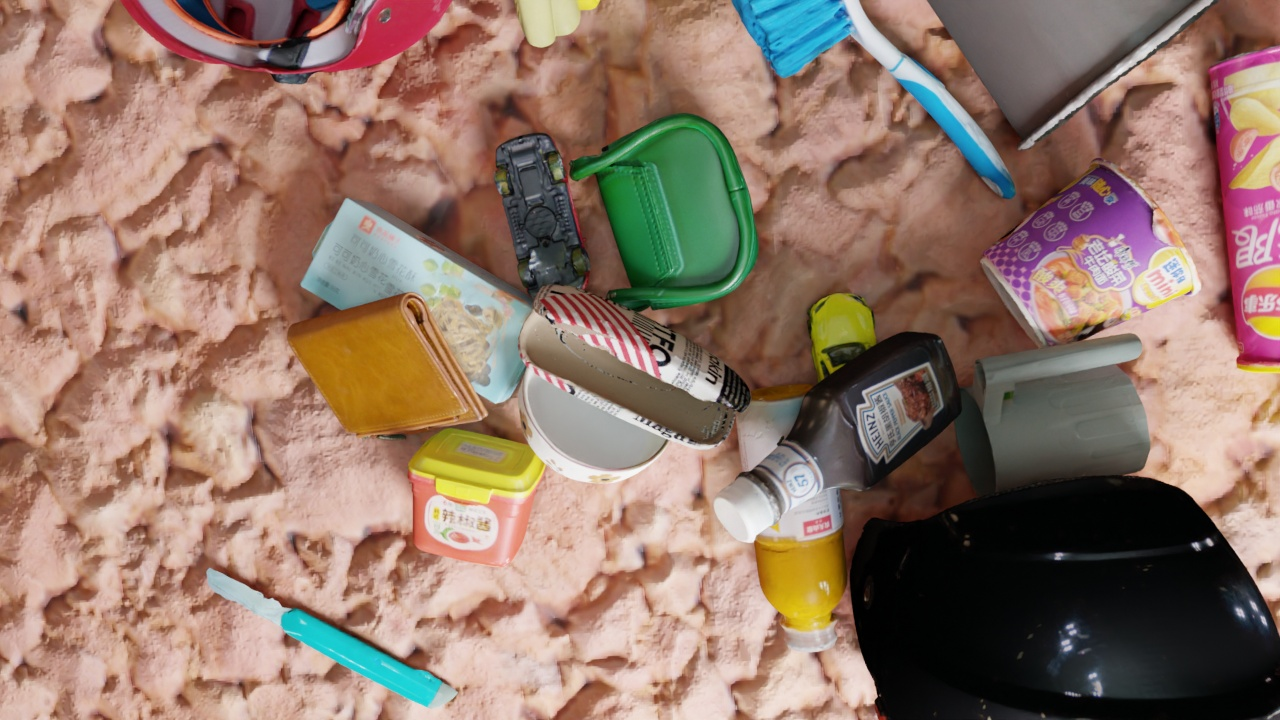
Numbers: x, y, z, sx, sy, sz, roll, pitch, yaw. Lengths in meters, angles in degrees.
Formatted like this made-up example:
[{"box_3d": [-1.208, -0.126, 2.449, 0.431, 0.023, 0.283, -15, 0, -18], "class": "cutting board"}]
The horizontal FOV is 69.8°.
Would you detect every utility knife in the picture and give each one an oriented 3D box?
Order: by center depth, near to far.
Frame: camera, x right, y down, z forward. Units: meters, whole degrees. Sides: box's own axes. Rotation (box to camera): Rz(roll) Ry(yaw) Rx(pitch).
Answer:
[{"box_3d": [-0.248, 0.221, 0.730, 0.221, 0.013, 0.029, 28, 99, -1], "class": "utility knife"}]

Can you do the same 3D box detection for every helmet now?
[{"box_3d": [0.267, 0.200, 0.580, 0.233, 0.229, 0.275, -4, 121, -2], "class": "helmet"}, {"box_3d": [-0.219, -0.289, 0.616, 0.240, 0.143, 0.207, -9, 95, 19], "class": "helmet"}]

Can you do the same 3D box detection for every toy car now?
[{"box_3d": [-0.069, -0.103, 0.667, 0.053, 0.045, 0.120, -12, 89, 8], "class": "toy car"}, {"box_3d": [0.151, 0.003, 0.667, 0.048, 0.032, 0.105, -11, 93, 6], "class": "toy car"}]

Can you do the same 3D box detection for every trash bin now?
[{"box_3d": [0.261, -0.281, 0.559, 0.199, 0.198, 0.219, -39, 84, 8], "class": "trash bin"}]

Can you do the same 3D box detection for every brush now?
[{"box_3d": [0.141, -0.225, 0.638, 0.109, 0.060, 0.314, -30, 95, 3], "class": "brush"}]

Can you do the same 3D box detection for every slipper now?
[{"box_3d": [-0.045, -0.312, 0.625, 0.081, 0.091, 0.190, 5, 93, 2], "class": "slipper"}]

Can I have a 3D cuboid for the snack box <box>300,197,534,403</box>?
[{"box_3d": [-0.154, -0.045, 0.677, 0.175, 0.051, 0.074, 31, 98, 1], "class": "snack box"}]

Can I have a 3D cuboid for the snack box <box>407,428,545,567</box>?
[{"box_3d": [-0.122, 0.102, 0.680, 0.091, 0.081, 0.080, 12, 110, 4], "class": "snack box"}]

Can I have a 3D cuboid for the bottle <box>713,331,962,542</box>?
[{"box_3d": [0.132, 0.053, 0.608, 0.194, 0.044, 0.080, -31, 110, -24], "class": "bottle"}]

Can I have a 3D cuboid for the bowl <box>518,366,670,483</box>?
[{"box_3d": [-0.037, 0.042, 0.661, 0.113, 0.113, 0.062, 34, 139, 1], "class": "bowl"}]

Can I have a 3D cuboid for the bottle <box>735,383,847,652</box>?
[{"box_3d": [0.112, 0.114, 0.663, 0.068, 0.068, 0.189, -7, 95, 5], "class": "bottle"}]

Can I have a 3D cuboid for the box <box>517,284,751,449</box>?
[{"box_3d": [-0.007, 0.008, 0.635, 0.163, 0.074, 0.081, 24, 117, -8], "class": "box"}]

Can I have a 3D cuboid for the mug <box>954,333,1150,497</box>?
[{"box_3d": [0.278, 0.036, 0.622, 0.103, 0.083, 0.124, -11, 135, 3], "class": "mug"}]

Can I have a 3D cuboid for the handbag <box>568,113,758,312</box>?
[{"box_3d": [0.019, -0.102, 0.649, 0.120, 0.068, 0.131, -17, 95, 11], "class": "handbag"}]

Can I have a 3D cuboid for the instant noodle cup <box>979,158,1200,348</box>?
[{"box_3d": [0.293, -0.064, 0.616, 0.099, 0.111, 0.111, -33, 92, 16], "class": "instant noodle cup"}]

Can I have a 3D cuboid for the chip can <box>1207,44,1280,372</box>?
[{"box_3d": [0.431, -0.100, 0.614, 0.071, 0.071, 0.210, -8, 95, 5], "class": "chip can"}]

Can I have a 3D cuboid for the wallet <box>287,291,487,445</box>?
[{"box_3d": [-0.181, 0.015, 0.657, 0.131, 0.035, 0.119, -10, 121, 35], "class": "wallet"}]
